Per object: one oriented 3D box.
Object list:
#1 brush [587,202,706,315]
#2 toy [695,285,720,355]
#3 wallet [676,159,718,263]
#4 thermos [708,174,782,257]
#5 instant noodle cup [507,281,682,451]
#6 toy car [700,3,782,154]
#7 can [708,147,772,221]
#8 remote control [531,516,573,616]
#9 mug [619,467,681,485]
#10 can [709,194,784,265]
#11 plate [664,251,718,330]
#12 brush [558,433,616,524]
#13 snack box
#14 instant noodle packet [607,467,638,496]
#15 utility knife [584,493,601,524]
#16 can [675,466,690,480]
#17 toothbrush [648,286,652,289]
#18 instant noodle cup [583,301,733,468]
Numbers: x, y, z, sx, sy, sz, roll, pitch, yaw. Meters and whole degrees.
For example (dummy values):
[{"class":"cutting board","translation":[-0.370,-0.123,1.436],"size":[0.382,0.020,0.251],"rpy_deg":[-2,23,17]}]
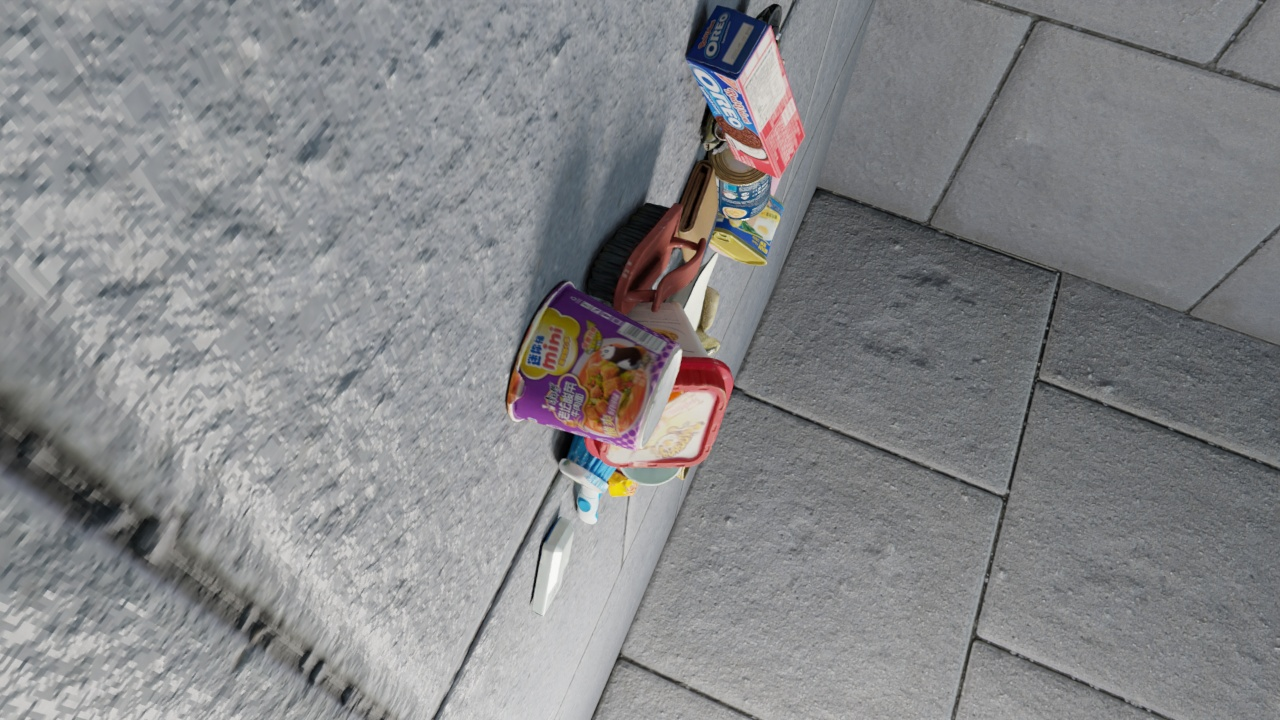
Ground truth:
[{"class":"brush","translation":[0.009,-0.081,0.770],"size":[0.145,0.069,0.063],"rpy_deg":[-55,162,-57]},{"class":"toy","translation":[0.072,-0.034,1.308],"size":[0.105,0.066,0.157],"rpy_deg":[-6,-123,51]},{"class":"wallet","translation":[0.063,-0.162,1.030],"size":[0.115,0.033,0.090],"rpy_deg":[65,44,-76]},{"class":"thermos","translation":[0.150,-0.243,1.266],"size":[0.087,0.067,0.198],"rpy_deg":[37,75,-59]},{"class":"instant noodle cup","translation":[-0.029,0.011,0.669],"size":[0.111,0.099,0.111],"rpy_deg":[24,88,-82]},{"class":"toy car","translation":[0.104,-0.287,0.938],"size":[0.158,0.042,0.070],"rpy_deg":[-68,169,24]},{"class":"can","translation":[0.117,-0.218,1.072],"size":[0.111,0.075,0.075],"rpy_deg":[66,46,-77]},{"class":"remote control","translation":[-0.096,0.226,1.006],"size":[0.048,0.024,0.125],"rpy_deg":[-58,167,-47]},{"class":"mug","translation":[0.012,0.087,1.114],"size":[0.122,0.078,0.078],"rpy_deg":[-89,-165,-66]},{"class":"can","translation":[0.132,-0.182,1.191],"size":[0.102,0.057,0.083],"rpy_deg":[28,79,-39]},{"class":"plate","translation":[0.048,-0.051,1.181],"size":[0.165,0.034,0.163],"rpy_deg":[102,13,-46]},{"class":"brush","translation":[-0.047,0.119,0.975],"size":[0.109,0.060,0.315],"rpy_deg":[-62,172,-9]},{"class":"snack box","translation":[0.102,-0.241,0.845],"size":[0.058,0.057,0.207],"rpy_deg":[-58,158,-2]},{"class":"instant noodle packet","translation":[-0.009,0.129,1.236],"size":[0.110,0.044,0.128],"rpy_deg":[-62,170,-17]},{"class":"utility knife","translation":[-0.046,0.130,1.092],"size":[0.034,0.018,0.183],"rpy_deg":[-60,169,-54]},{"class":"can","translation":[0.051,0.091,1.225],"size":[0.074,0.049,0.148],"rpy_deg":[-59,162,-53]},{"class":"toothbrush","translation":[0.011,-0.072,0.979],"size":[0.189,0.017,0.014],"rpy_deg":[72,35,-74]},{"class":"instant noodle cup","translation":[0.007,0.015,0.796],"size":[0.124,0.116,0.117],"rpy_deg":[-106,-157,-47]}]
